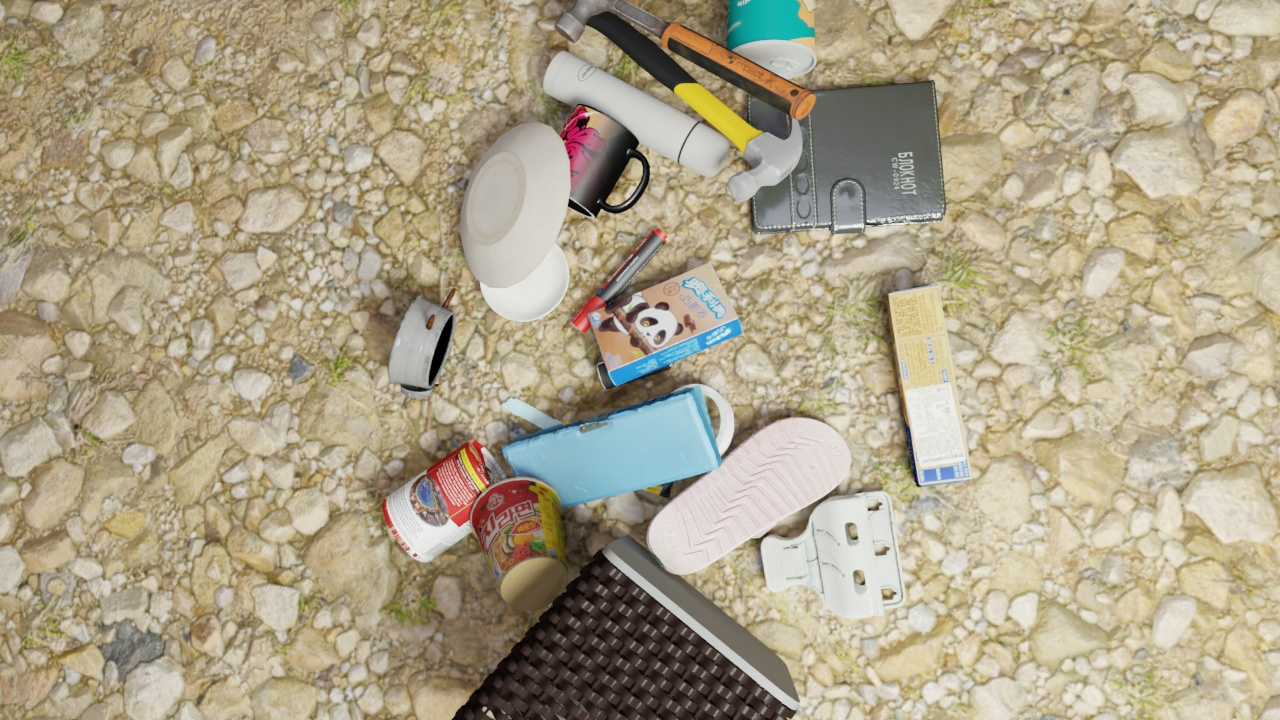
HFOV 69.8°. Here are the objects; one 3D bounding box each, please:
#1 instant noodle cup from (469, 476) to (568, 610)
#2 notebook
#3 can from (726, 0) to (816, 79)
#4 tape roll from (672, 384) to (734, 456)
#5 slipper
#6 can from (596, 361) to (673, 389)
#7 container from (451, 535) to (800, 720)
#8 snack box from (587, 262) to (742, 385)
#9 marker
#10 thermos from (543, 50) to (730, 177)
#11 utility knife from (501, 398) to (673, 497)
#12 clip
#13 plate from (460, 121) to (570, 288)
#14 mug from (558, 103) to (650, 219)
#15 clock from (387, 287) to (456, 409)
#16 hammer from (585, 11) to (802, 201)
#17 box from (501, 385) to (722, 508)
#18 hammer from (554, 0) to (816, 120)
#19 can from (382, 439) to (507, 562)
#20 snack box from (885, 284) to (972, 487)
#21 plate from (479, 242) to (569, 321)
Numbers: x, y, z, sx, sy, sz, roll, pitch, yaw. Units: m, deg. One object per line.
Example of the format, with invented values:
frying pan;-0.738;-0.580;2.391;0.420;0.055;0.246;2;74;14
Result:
instant noodle cup;-0.118;0.191;0.941;0.100;0.112;0.100;-7;120;-13
notebook;0.225;-0.223;1.017;0.209;0.029;0.169;-3;82;10
can;0.143;-0.395;1.006;0.099;0.099;0.144;1;85;7
tape roll;0.056;0.073;0.997;0.094;0.018;0.093;-12;66;28
slipper;0.112;0.143;0.981;0.239;0.064;0.094;-32;78;-10
can;-0.006;0.006;1.023;0.080;0.031;0.031;-18;83;5
container;-0.013;0.339;0.891;0.247;0.245;0.243;38;87;9
snack box;0.025;-0.040;1.001;0.151;0.034;0.087;-23;54;2
marker;-0.023;-0.091;1.040;0.145;0.021;0.023;-48;51;1
thermos;-0.003;-0.277;1.038;0.224;0.052;0.052;30;89;9
utility knife;-0.060;0.095;1.033;0.217;0.019;0.030;26;80;12
clip;0.200;0.205;0.956;0.152;0.099;0.126;-6;81;-4
plate;-0.149;-0.175;1.007;0.189;0.027;0.188;-12;72;42
mug;-0.046;-0.213;1.020;0.118;0.082;0.098;30;89;17
clock;-0.248;-0.007;1.030;0.056;0.103;0.148;17;117;-1
hammer;0.049;-0.303;1.014;0.126;0.029;0.323;-34;67;-25
box;-0.029;0.097;0.989;0.232;0.054;0.093;-18;102;22
hammer;0.058;-0.344;0.968;0.314;0.035;0.138;37;92;25
can;-0.211;0.154;1.009;0.116;0.086;0.086;-34;82;3
snack box;0.303;0.028;0.970;0.056;0.057;0.206;-8;84;10
plate;-0.131;-0.095;1.052;0.104;0.026;0.104;-1;85;6
